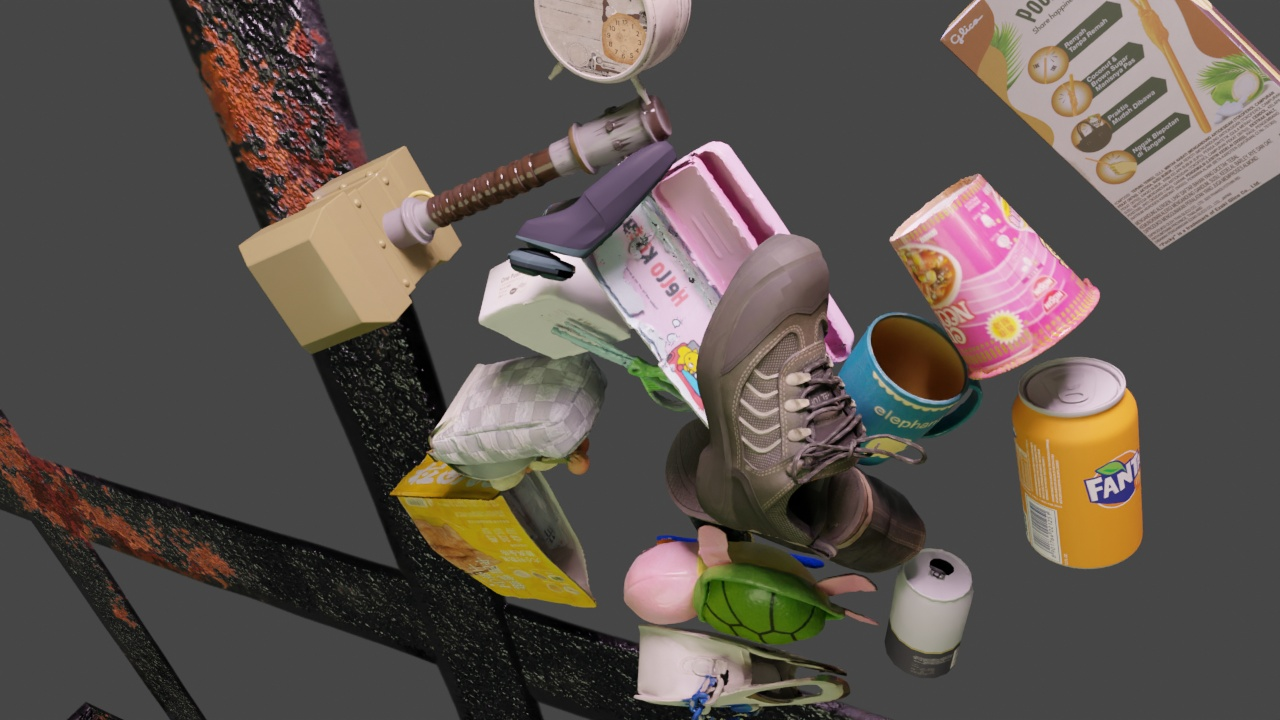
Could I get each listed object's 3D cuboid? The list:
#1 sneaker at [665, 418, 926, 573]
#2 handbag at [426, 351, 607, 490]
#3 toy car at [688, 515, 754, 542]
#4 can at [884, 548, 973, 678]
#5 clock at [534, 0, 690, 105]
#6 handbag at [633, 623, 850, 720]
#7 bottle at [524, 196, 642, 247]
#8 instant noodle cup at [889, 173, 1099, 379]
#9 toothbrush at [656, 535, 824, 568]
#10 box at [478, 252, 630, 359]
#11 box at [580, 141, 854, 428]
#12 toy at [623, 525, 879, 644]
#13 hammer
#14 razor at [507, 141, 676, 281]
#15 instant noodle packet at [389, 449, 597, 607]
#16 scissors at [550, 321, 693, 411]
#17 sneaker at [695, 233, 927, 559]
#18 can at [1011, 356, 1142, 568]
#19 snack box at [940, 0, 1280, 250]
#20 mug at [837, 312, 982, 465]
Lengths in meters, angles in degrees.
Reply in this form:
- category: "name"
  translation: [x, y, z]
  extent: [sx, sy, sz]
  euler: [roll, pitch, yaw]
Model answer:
- category: "sneaker"
  translation: [0.125, 0.116, 0.800]
  extent: [0.235, 0.095, 0.119]
  euler: [6, 163, 47]
- category: "handbag"
  translation: [-0.104, 0.060, 0.879]
  extent: [0.172, 0.112, 0.123]
  euler: [-11, 127, 36]
- category: "toy car"
  translation: [0.074, 0.150, 0.893]
  extent: [0.048, 0.032, 0.105]
  euler: [-18, 111, 38]
- category: "can"
  translation: [0.257, 0.223, 0.818]
  extent: [0.064, 0.064, 0.127]
  euler: [14, 130, 21]
- category: "clock"
  translation: [-0.023, -0.256, 0.613]
  extent: [0.103, 0.061, 0.157]
  euler: [20, 134, 17]
- category: "handbag"
  translation: [0.104, 0.321, 0.916]
  extent: [0.200, 0.092, 0.200]
  euler: [-4, 160, 29]
- category: "bottle"
  translation: [-0.049, -0.110, 0.753]
  extent: [0.113, 0.046, 0.047]
  euler: [-8, 119, 34]
- category: "instant noodle cup"
  translation: [0.225, -0.059, 0.604]
  extent: [0.108, 0.097, 0.098]
  euler: [50, 134, -3]
- category: "toothbrush"
  translation: [0.096, 0.195, 0.925]
  extent: [0.183, 0.018, 0.016]
  euler: [3, 150, 30]
- category: "box"
  translation: [-0.066, -0.057, 0.779]
  extent: [0.102, 0.076, 0.107]
  euler: [25, 155, -39]
- category: "box"
  translation: [0.061, -0.056, 0.719]
  extent: [0.150, 0.073, 0.201]
  euler: [-32, 106, 16]
- category: "toy"
  translation: [0.096, 0.210, 0.842]
  extent: [0.238, 0.087, 0.190]
  euler: [3, 153, 21]
- category: "hammer"
  translation: [-0.128, -0.131, 0.726]
  extent: [0.325, 0.189, 0.101]
  euler: [-18, 114, 21]
- category: "razor"
  translation: [-0.034, -0.109, 0.662]
  extent: [0.143, 0.047, 0.052]
  euler: [-41, 95, 7]
- category: "instant noodle packet"
  translation: [-0.156, 0.203, 1.051]
  extent: [0.163, 0.084, 0.222]
  euler: [-5, 127, 33]
- category: "scissors"
  translation: [-0.008, 0.007, 0.791]
  extent: [0.175, 0.032, 0.079]
  euler: [28, 148, -27]
- category: "sneaker"
  translation: [0.115, 0.041, 0.636]
  extent: [0.143, 0.100, 0.238]
  euler: [28, 127, 38]
- category: "can"
  translation: [0.314, 0.075, 0.658]
  extent: [0.079, 0.078, 0.142]
  euler: [0, 124, 31]
- category: "snack box"
  translation: [0.279, -0.162, 0.526]
  extent: [0.186, 0.031, 0.101]
  euler: [42, 134, -4]
- category: "mug"
  translation: [0.201, 0.031, 0.700]
  extent: [0.112, 0.084, 0.104]
  euler: [9, 140, -13]
